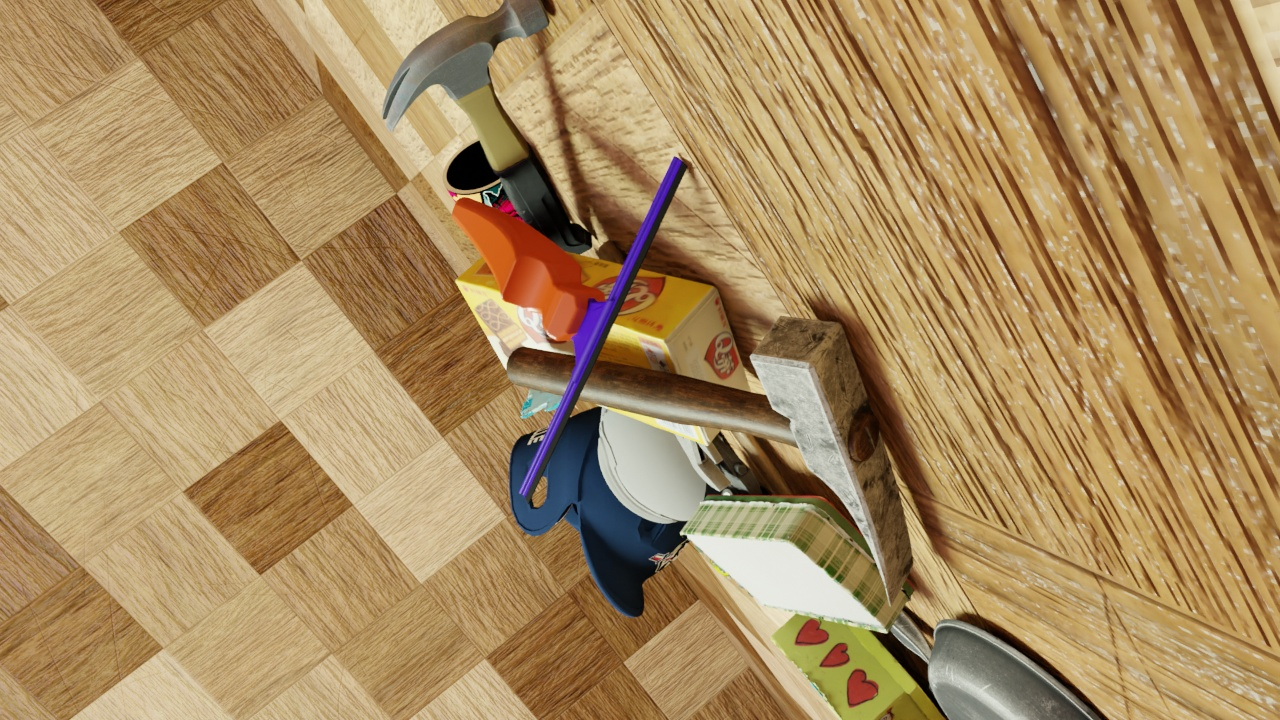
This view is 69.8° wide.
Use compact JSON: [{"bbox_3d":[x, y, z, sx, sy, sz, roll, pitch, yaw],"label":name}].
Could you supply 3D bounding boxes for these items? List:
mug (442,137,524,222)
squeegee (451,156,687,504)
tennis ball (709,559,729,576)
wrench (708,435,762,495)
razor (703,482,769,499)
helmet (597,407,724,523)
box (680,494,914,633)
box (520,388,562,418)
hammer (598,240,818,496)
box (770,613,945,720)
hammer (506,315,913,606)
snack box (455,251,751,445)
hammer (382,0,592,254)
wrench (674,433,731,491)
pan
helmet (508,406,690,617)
[{"bbox_3d":[-0.128,-0.162,0.871,0.098,0.082,0.117,62,-166,-47],"label":"mug"},{"bbox_3d":[-0.072,-0.059,0.624,0.055,0.250,0.185,-4,-143,-48],"label":"squeegee"},{"bbox_3d":[0.123,0.254,1.213,0.065,0.065,0.065,51,171,11],"label":"tennis ball"},{"bbox_3d":[0.029,0.024,0.829,0.273,0.018,0.073,55,167,7],"label":"wrench"},{"bbox_3d":[0.116,0.159,0.946,0.156,0.060,0.057,34,-162,-44],"label":"razor"},{"bbox_3d":[0.011,0.100,1.015,0.271,0.117,0.183,57,170,-14],"label":"helmet"},{"bbox_3d":[0.122,0.163,0.761,0.117,0.049,0.206,41,160,-10],"label":"box"},{"bbox_3d":[-0.104,-0.009,1.015,0.098,0.121,0.226,55,-177,-9],"label":"box"},{"bbox_3d":[0.068,0.031,0.802,0.331,0.030,0.119,56,170,-2],"label":"hammer"},{"bbox_3d":[0.213,0.307,0.872,0.124,0.081,0.221,46,174,40],"label":"box"},{"bbox_3d":[0.031,0.051,0.627,0.301,0.037,0.218,10,140,42],"label":"hammer"},{"bbox_3d":[-0.034,-0.021,0.713,0.230,0.061,0.110,18,145,40],"label":"snack box"},{"bbox_3d":[-0.092,-0.143,0.688,0.025,0.118,0.333,62,179,17],"label":"hammer"},{"bbox_3d":[-0.005,0.005,0.829,0.273,0.018,0.084,51,165,28],"label":"wrench"},{"bbox_3d":[0.238,0.240,0.693,0.187,0.055,0.357,55,166,-19],"label":"pan"},{"bbox_3d":[-0.025,0.190,1.180,0.232,0.223,0.272,34,-135,-73],"label":"helmet"}]
